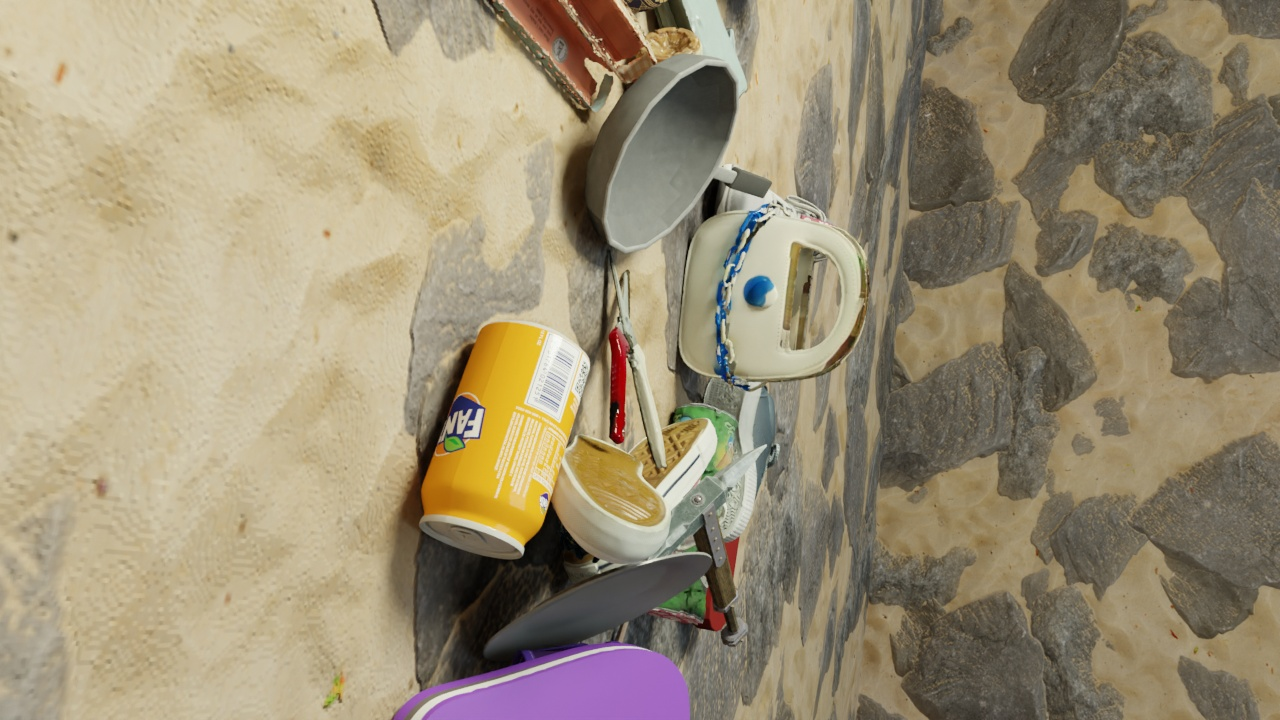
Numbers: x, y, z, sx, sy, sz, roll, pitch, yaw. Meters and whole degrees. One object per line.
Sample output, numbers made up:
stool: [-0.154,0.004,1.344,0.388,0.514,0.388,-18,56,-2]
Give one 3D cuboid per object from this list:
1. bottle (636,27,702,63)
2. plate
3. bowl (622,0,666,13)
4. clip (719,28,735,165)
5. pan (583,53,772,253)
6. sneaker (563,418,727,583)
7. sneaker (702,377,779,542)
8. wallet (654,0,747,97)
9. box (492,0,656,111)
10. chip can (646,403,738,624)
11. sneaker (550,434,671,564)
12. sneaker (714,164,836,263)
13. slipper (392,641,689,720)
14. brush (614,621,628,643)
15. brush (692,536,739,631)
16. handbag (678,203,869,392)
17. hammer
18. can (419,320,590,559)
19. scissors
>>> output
bottle: [0.033,-0.228,0.871,0.166,0.060,0.059,80,25,-50]
plate: [-0.031,0.177,0.673,0.012,0.178,0.178,65,11,24]
bowl: [0.011,-0.359,0.784,0.112,0.061,0.112,5,90,-68]
clip: [0.087,-0.297,1.028,0.141,0.029,0.171,-16,109,-65]
pan: [0.053,-0.182,0.855,0.179,0.041,0.356,-60,159,17]
sneaker: [0.017,0.142,0.844,0.240,0.118,0.088,-49,118,-48]
sneaker: [0.114,0.113,1.067,0.087,0.089,0.235,43,46,-36]
wallet: [0.057,-0.310,0.899,0.100,0.054,0.132,-59,133,-58]
box: [-0.049,-0.248,0.670,0.187,0.083,0.043,29,37,-64]
chip can: [0.051,0.157,0.964,0.075,0.075,0.223,48,50,-60]
sneaker: [-0.037,0.113,0.679,0.235,0.087,0.079,-134,-112,-83]
sneaker: [0.171,-0.167,1.125,0.263,0.129,0.096,27,67,-62]
slipper: [-0.080,0.260,0.669,0.266,0.084,0.107,10,84,-47]
brush: [-0.008,0.220,0.897,0.050,0.015,0.135,133,-23,-74]
brush: [0.085,0.233,1.102,0.082,0.042,0.173,42,56,-63]
handbag: [0.139,-0.065,0.971,0.092,0.200,0.200,11,82,-55]
hammer: [0.076,0.199,0.853,0.146,0.028,0.317,-42,147,-18]
can: [-0.087,0.049,0.596,0.079,0.079,0.142,58,42,-55]
scissors: [-0.009,0.007,0.795,0.193,0.015,0.179,-67,138,-60]
